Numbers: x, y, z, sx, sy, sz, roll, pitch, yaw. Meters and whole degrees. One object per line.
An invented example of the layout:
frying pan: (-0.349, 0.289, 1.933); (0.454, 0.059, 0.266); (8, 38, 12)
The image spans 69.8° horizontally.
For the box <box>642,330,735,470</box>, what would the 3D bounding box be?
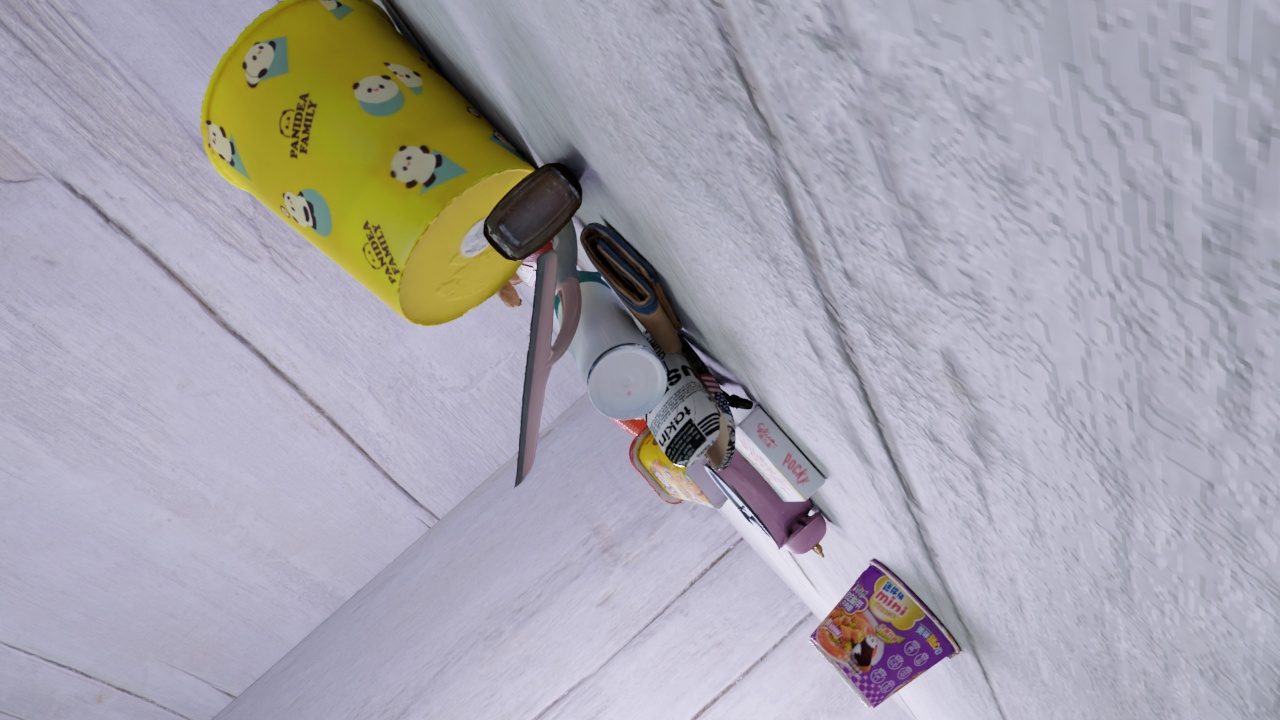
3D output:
box: (0.046, 0.031, 0.817); (0.080, 0.075, 0.163); (21, -157, -32)

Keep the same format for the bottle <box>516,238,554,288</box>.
bottle: (-0.126, -0.143, 1.059); (0.060, 0.059, 0.206); (48, 169, 12)

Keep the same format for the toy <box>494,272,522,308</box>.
toy: (-0.214, -0.152, 1.241); (0.143, 0.083, 0.225); (23, -143, -31)

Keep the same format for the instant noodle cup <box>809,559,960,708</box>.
instant noodle cup: (0.220, 0.259, 0.853); (0.111, 0.099, 0.111); (49, 174, 6)

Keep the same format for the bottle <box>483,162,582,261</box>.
bottle: (-0.085, -0.119, 0.718); (0.044, 0.080, 0.195); (47, -177, -13)

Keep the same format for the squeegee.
squeegee: (-0.070, -0.060, 0.803); (0.249, 0.040, 0.248); (-89, 7, -47)

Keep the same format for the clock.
clock: (0.139, 0.150, 0.969); (0.158, 0.059, 0.117); (51, 174, -7)

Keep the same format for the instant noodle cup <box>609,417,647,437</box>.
instant noodle cup: (0.015, 0.077, 1.314); (0.189, 0.079, 0.164); (34, 173, 24)

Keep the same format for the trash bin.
trash bin: (-0.241, -0.181, 0.876); (0.255, 0.229, 0.230); (42, 174, 16)

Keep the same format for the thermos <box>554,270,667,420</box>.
thermos: (-0.036, -0.020, 0.839); (0.073, 0.073, 0.224); (51, -177, -26)

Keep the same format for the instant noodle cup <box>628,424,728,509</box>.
instant noodle cup: (0.068, 0.122, 1.146); (0.116, 0.116, 0.124); (51, 164, -24)

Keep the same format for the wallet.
wallet: (-0.004, -0.058, 0.768); (0.090, 0.033, 0.115); (50, 177, 26)

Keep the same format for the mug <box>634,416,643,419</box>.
mug: (-0.007, 0.006, 1.110); (0.103, 0.084, 0.124); (96, 159, -82)

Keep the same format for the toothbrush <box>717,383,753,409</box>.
toothbrush: (0.065, 0.029, 0.876); (0.027, 0.026, 0.213); (15, -179, -13)

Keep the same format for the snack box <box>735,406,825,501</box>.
snack box: (0.120, 0.089, 0.835); (0.084, 0.027, 0.157); (48, 176, 8)
